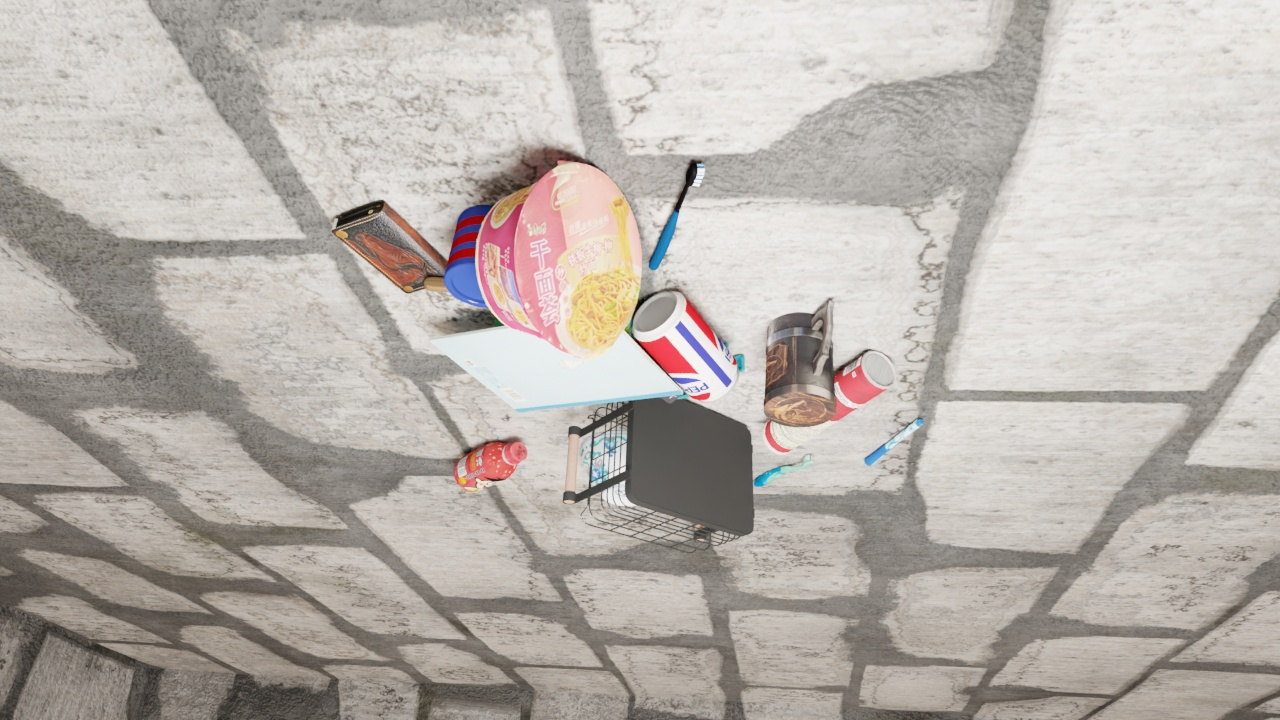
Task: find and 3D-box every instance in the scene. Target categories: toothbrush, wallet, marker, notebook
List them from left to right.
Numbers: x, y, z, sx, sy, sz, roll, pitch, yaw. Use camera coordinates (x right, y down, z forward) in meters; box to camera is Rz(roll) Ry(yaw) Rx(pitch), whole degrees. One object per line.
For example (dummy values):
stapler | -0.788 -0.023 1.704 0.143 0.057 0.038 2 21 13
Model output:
wallet | -0.264 -0.120 0.987 0.072 0.019 0.123 -12 144 26
toothbrush | -0.155 -0.080 1.018 0.166 0.016 0.016 3 143 -13
notebook | -0.100 0.007 1.086 0.254 0.009 0.181 -7 145 31
toothbrush | 0.033 -0.139 0.913 0.014 0.014 0.168 1 152 -14
toothbrush | 0.215 0.167 1.386 0.022 0.017 0.136 22 148 -25
marker | 0.351 0.114 1.277 0.013 0.013 0.142 13 148 -12

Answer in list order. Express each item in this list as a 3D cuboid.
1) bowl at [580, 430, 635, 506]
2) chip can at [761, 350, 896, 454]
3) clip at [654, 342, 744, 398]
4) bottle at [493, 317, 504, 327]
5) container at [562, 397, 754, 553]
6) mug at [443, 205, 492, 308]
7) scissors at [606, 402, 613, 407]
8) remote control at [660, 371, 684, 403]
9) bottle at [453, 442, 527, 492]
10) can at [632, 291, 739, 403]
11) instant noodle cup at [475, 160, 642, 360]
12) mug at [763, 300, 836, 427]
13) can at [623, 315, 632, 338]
bowl | -0.022 0.171 1.370 0.144 0.074 0.144 4 149 2
chip can | 0.235 0.057 1.166 0.051 0.051 0.215 18 146 -20
clip | 0.053 0.006 1.140 0.121 0.031 0.130 22 145 -17
bottle | -0.145 -0.019 1.113 0.043 0.043 0.111 1 149 7
container | 0.032 0.154 1.239 0.241 0.162 0.131 22 145 -31
mug | -0.167 -0.098 0.953 0.075 0.076 0.112 23 145 -26
scissors | -0.065 0.026 1.192 0.141 0.014 0.162 5 152 -9
remote control | -0.007 0.007 1.128 0.136 0.015 0.032 34 136 -15
bottle | -0.223 0.156 1.392 0.062 0.061 0.138 29 143 -33
can | 0.053 -0.014 1.043 0.070 0.070 0.132 -17 132 32
instant noodle cup | -0.082 -0.094 0.875 0.078 0.178 0.178 3 153 37
mug | 0.187 0.002 1.029 0.080 0.107 0.116 15 147 -15
can | -0.037 -0.053 1.026 0.055 0.054 0.102 4 148 3
